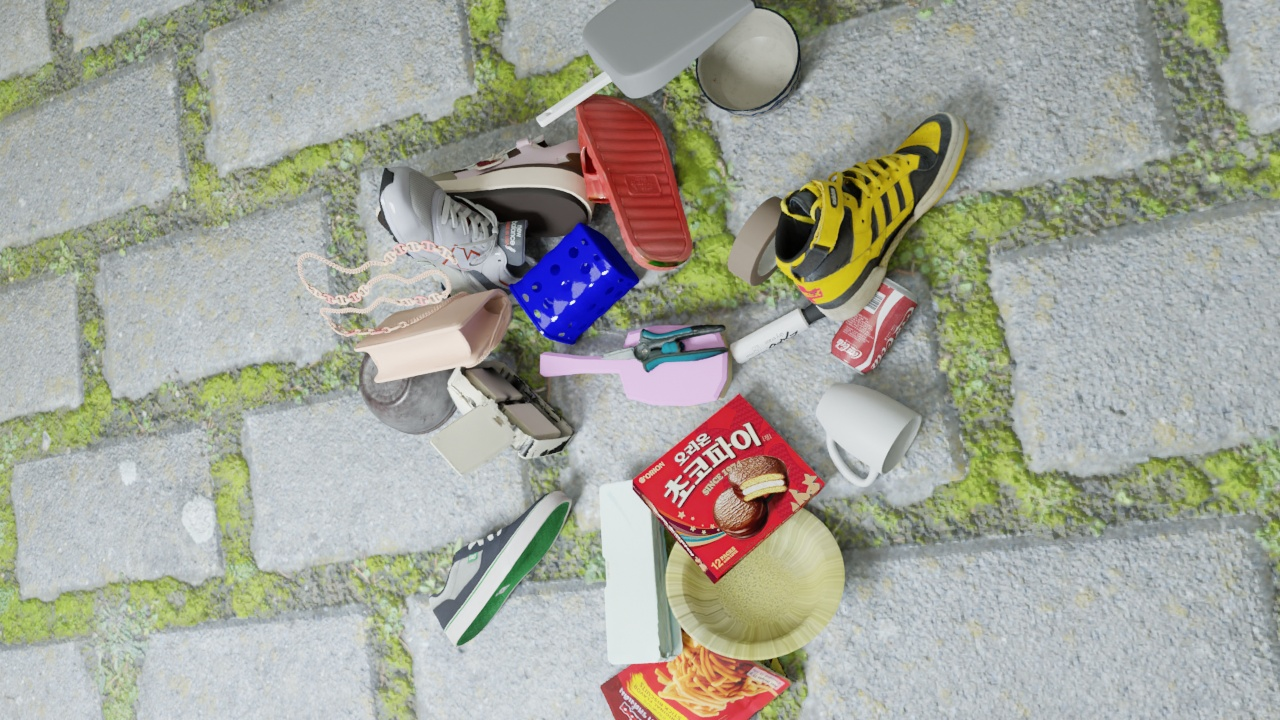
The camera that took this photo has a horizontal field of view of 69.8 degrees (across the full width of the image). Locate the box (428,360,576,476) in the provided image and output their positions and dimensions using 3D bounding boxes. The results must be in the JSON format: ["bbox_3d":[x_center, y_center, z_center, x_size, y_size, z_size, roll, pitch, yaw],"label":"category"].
[{"bbox_3d":[-0.182,0.072,1.052,0.143,0.181,0.081,41,109,22],"label":"box"}]

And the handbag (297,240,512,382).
[{"bbox_3d":[-0.244,-0.081,1.030,0.199,0.116,0.187,-10,121,25],"label":"handbag"}]

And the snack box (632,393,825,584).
[{"bbox_3d":[0.092,0.134,0.974,0.152,0.036,0.132,-38,72,-15],"label":"snack box"}]

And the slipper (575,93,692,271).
[{"bbox_3d":[-0.012,-0.198,1.042,0.248,0.103,0.059,69,152,23],"label":"slipper"}]

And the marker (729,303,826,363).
[{"bbox_3d":[0.157,-0.035,1.001,0.126,0.025,0.025,-29,77,18],"label":"marker"}]

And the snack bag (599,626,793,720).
[{"bbox_3d":[0.056,0.367,1.015,0.139,0.066,0.208,49,114,12],"label":"snack bag"}]

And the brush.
[{"bbox_3d":[-0.006,0.006,1.055,0.229,0.043,0.089,0,87,22],"label":"brush"}]

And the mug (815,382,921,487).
[{"bbox_3d":[0.226,0.078,0.952,0.089,0.071,0.107,34,127,29],"label":"mug"}]

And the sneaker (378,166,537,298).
[{"bbox_3d":[-0.192,-0.144,1.052,0.124,0.240,0.088,-6,62,13],"label":"sneaker"}]

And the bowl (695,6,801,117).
[{"bbox_3d":[0.125,-0.322,1.012,0.116,0.059,0.115,-1,86,22],"label":"bowl"}]

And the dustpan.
[{"bbox_3d":[-0.013,-0.349,1.034,0.257,0.033,0.163,-34,48,0],"label":"dustpan"}]

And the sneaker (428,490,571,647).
[{"bbox_3d":[-0.174,0.231,1.091,0.079,0.084,0.236,44,106,19],"label":"sneaker"}]

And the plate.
[{"bbox_3d":[0.121,0.232,0.965,0.184,0.036,0.184,-8,49,9],"label":"plate"}]

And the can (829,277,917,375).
[{"bbox_3d":[0.241,-0.036,0.952,0.054,0.054,0.097,35,100,20],"label":"can"}]

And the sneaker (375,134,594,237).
[{"bbox_3d":[-0.190,-0.216,1.123,0.294,0.112,0.116,-5,59,25],"label":"sneaker"}]

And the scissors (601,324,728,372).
[{"bbox_3d":[0.027,-0.007,1.008,0.135,0.019,0.130,41,102,21],"label":"scissors"}]

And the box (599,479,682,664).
[{"bbox_3d":[-0.003,0.231,1.010,0.086,0.072,0.198,-31,59,55],"label":"box"}]

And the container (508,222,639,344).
[{"bbox_3d":[-0.075,-0.089,1.067,0.114,0.084,0.085,-41,72,14],"label":"container"}]

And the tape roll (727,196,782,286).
[{"bbox_3d":[0.133,-0.127,0.979,0.030,0.093,0.094,36,100,20],"label":"tape roll"}]

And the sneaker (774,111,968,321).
[{"bbox_3d":[0.221,-0.167,0.914,0.238,0.122,0.086,-59,34,2],"label":"sneaker"}]

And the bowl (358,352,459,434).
[{"bbox_3d":[-0.302,0.022,1.161,0.145,0.067,0.145,-1,86,22],"label":"bowl"}]
